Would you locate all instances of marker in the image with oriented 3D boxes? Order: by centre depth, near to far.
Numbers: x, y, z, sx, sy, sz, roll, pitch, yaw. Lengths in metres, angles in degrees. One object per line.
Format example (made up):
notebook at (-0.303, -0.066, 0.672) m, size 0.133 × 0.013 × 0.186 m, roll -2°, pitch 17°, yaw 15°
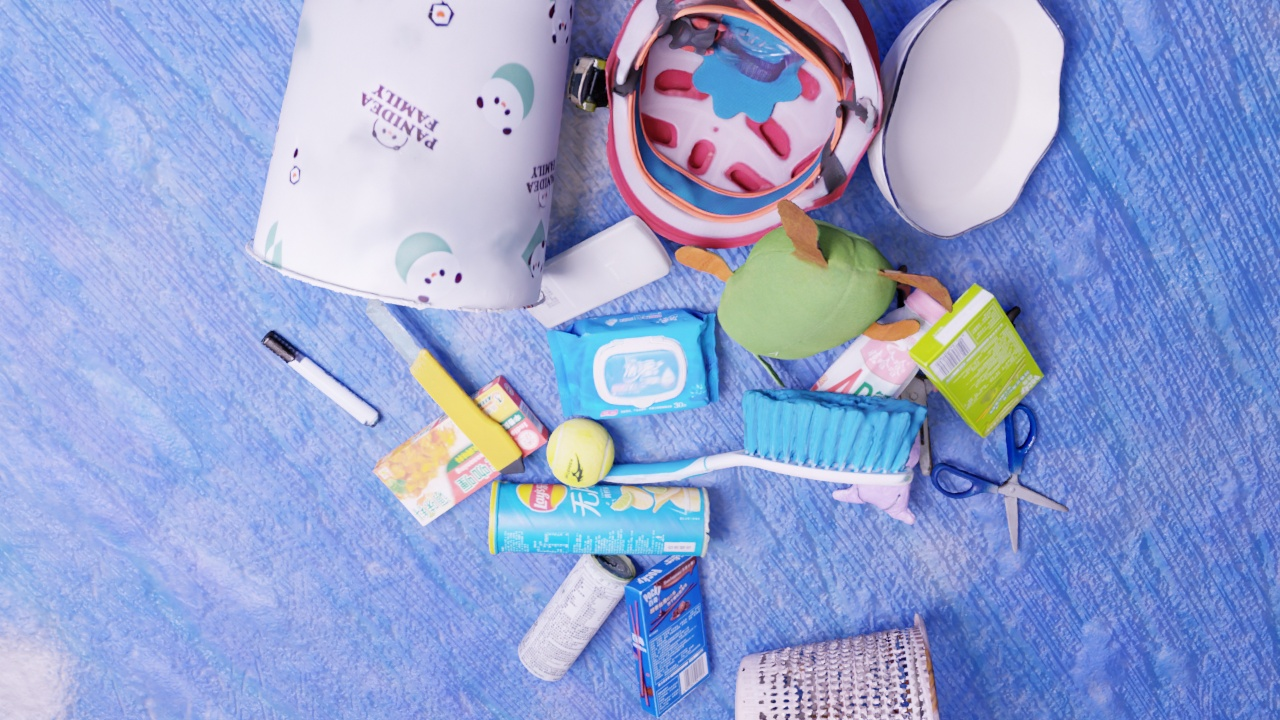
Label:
marker at (-0.300, 0.019, 0.863) m, size 0.130 × 0.022 × 0.018 m, roll 42°, pitch 98°, yaw -15°

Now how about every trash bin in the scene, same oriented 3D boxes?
trash bin at (-0.161, -0.187, 0.696) m, size 0.229 × 0.229 × 0.252 m, roll 11°, pitch 103°, yaw -7°
trash bin at (0.201, 0.377, 0.934) m, size 0.192 × 0.227 × 0.228 m, roll -5°, pitch 111°, yaw 12°

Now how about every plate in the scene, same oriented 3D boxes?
plate at (0.264, -0.205, 0.754) m, size 0.204 × 0.045 × 0.205 m, roll -13°, pitch 118°, yaw -28°

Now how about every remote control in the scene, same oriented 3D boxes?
remote control at (-0.045, -0.076, 0.807) m, size 0.150 × 0.021 × 0.058 m, roll -21°, pitch 120°, yaw 34°

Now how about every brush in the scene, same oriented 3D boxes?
brush at (0.096, 0.077, 0.844) m, size 0.315 × 0.060 × 0.109 m, roll 5°, pitch 105°, yaw 22°

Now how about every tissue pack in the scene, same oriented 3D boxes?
tissue pack at (-0.005, 0.005, 0.855) m, size 0.157 × 0.052 × 0.095 m, roll -6°, pitch 110°, yaw -1°

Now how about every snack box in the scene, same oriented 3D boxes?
snack box at (0.310, 0.004, 0.840) m, size 0.086 × 0.026 × 0.156 m, roll -48°, pitch 132°, yaw 5°
snack box at (-0.174, 0.088, 0.892) m, size 0.156 × 0.027 × 0.077 m, roll -35°, pitch 107°, yaw 10°
snack box at (0.030, 0.281, 0.950) m, size 0.084 × 0.026 × 0.157 m, roll -25°, pitch 117°, yaw -39°

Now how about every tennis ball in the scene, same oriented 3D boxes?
tennis ball at (-0.057, 0.088, 0.877) m, size 0.065 × 0.065 × 0.065 m, roll -1°, pitch 110°, yaw -3°

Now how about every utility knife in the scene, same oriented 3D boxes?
utility knife at (-0.178, 0.026, 0.844) m, size 0.033 × 0.015 × 0.219 m, roll -33°, pitch 110°, yaw 11°

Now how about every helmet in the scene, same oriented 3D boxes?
helmet at (0.082, -0.218, 0.730) m, size 0.207 × 0.143 × 0.241 m, roll 26°, pitch 137°, yaw -6°

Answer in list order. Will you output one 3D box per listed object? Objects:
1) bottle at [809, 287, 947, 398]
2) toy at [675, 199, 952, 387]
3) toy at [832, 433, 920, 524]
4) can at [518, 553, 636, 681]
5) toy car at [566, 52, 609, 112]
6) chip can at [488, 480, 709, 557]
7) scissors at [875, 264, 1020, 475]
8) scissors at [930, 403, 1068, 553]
bottle at (0.210, 0.019, 0.854) m, size 0.068 × 0.068 × 0.197 m, roll 32°, pitch 111°, yaw -14°
toy at (0.136, -0.056, 0.760) m, size 0.227 × 0.247 × 0.089 m, roll 21°, pitch 71°, yaw -11°
toy at (0.237, 0.102, 0.901) m, size 0.084 × 0.038 × 0.108 m, roll 14°, pitch 117°, yaw 21°
can at (-0.066, 0.259, 0.945) m, size 0.058 × 0.058 × 0.147 m, roll 30°, pitch 106°, yaw -13°
toy car at (-0.038, -0.228, 0.747) m, size 0.035 × 0.090 × 0.042 m, roll 20°, pitch 112°, yaw 10°
chip can at (-0.041, 0.156, 0.901) m, size 0.210 × 0.071 × 0.071 m, roll 2°, pitch 110°, yaw -4°
scissors at (0.269, 0.013, 0.891) m, size 0.189 × 0.015 × 0.226 m, roll 40°, pitch 105°, yaw -15°
scissors at (0.370, 0.122, 0.934) m, size 0.162 × 0.012 × 0.176 m, roll -1°, pitch 108°, yaw -11°
